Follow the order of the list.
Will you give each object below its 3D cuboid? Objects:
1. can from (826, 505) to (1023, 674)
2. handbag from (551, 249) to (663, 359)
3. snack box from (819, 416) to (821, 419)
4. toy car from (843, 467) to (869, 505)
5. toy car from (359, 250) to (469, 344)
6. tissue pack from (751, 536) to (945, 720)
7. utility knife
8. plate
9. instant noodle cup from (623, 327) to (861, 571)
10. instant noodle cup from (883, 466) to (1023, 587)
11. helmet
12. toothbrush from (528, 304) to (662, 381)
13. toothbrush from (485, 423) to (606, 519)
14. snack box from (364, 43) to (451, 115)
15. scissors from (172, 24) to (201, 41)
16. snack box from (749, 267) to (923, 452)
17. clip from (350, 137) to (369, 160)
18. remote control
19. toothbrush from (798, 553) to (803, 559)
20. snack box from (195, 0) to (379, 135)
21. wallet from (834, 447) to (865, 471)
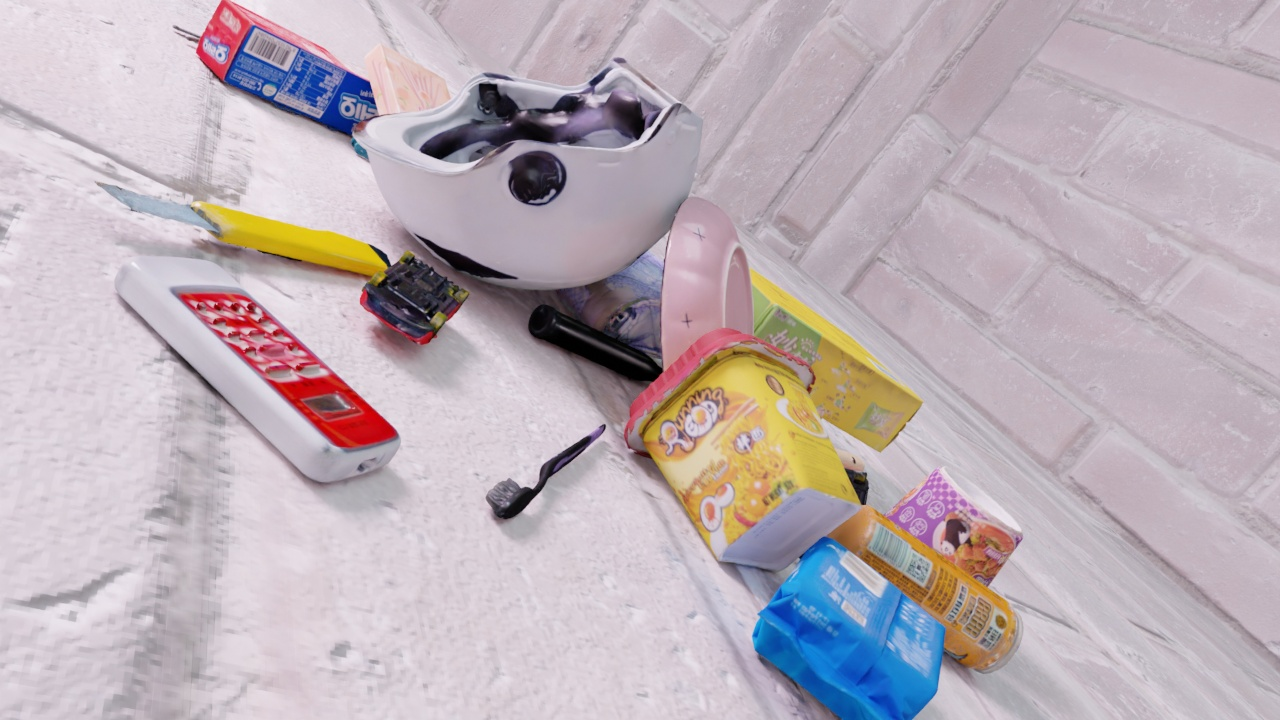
[{"bbox_3d":[0.204,0.166,0.668,0.146,0.058,0.058,35,14,-9],"label":"can"},{"bbox_3d":[-0.028,-0.071,0.844,0.134,0.076,0.194,15,24,-45],"label":"handbag"},{"bbox_3d":[0.120,0.036,0.911,0.113,0.044,0.127,40,15,13],"label":"snack box"},{"bbox_3d":[0.146,0.108,0.733,0.045,0.053,0.120,5,-11,32],"label":"toy car"},{"bbox_3d":[-0.137,-0.035,0.549,0.049,0.031,0.106,34,13,-9],"label":"toy car"},{"bbox_3d":[0.116,0.154,0.509,0.095,0.052,0.157,39,14,15],"label":"tissue pack"},{"bbox_3d":[-0.209,-0.070,0.515,0.033,0.015,0.206,43,13,20],"label":"utility knife"},{"bbox_3d":[0.059,-0.030,0.712,0.039,0.192,0.192,0,5,17],"label":"plate"},{"bbox_3d":[0.070,0.062,0.596,0.116,0.116,0.123,22,31,-45],"label":"instant noodle cup"},{"bbox_3d":[0.246,0.148,0.747,0.111,0.099,0.111,33,16,-11],"label":"instant noodle cup"},{"bbox_3d":[-0.079,-0.136,0.724,0.258,0.146,0.229,-15,31,-14],"label":"helmet"},{"bbox_3d":[-0.004,0.004,0.758,0.212,0.026,0.027,26,52,-41],"label":"toothbrush"},{"bbox_3d":[-0.047,0.056,0.514,0.017,0.014,0.188,26,13,8],"label":"toothbrush"},{"bbox_3d":[-0.194,-0.201,0.825,0.084,0.026,0.157,13,53,-58],"label":"snack box"},{"bbox_3d":[-0.346,-0.281,0.877,0.233,0.022,0.162,16,18,-41],"label":"scissors"},{"bbox_3d":[0.158,-0.011,0.914,0.210,0.070,0.157,29,15,-27],"label":"snack box"},{"bbox_3d":[-0.236,-0.185,0.829,0.056,0.014,0.040,26,17,-42],"label":"clip"},{"bbox_3d":[-0.164,0.000,0.396,0.136,0.020,0.055,40,15,12],"label":"remote control"},{"bbox_3d":[0.124,0.145,0.633,0.181,0.016,0.018,45,7,31],"label":"toothbrush"},{"bbox_3d":[-0.284,-0.247,0.824,0.058,0.057,0.207,42,15,28],"label":"snack box"},{"bbox_3d":[0.125,0.074,0.780,0.087,0.024,0.115,12,-5,44],"label":"wallet"}]
